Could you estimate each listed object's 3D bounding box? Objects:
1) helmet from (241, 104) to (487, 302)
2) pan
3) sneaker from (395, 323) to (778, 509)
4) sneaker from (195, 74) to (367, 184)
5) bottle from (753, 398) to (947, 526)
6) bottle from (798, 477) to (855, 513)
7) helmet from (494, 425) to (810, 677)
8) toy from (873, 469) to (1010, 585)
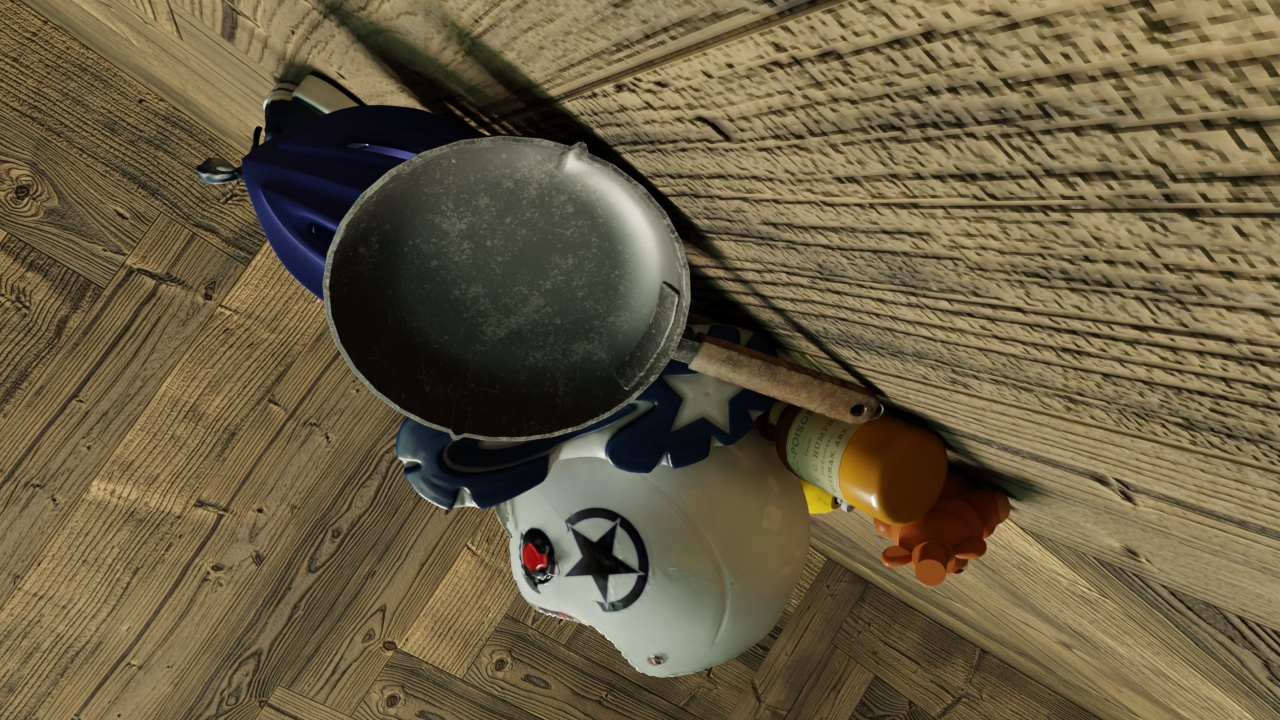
[{"bbox_3d":[-0.141,-0.075,0.646,0.241,0.147,0.228,21,172,-3],"label":"helmet"},{"bbox_3d":[-0.004,-0.019,0.552,0.356,0.208,0.040,16,-147,-21],"label":"pan"},{"bbox_3d":[-0.038,0.018,0.668,0.132,0.269,0.103,-113,10,-68],"label":"sneaker"},{"bbox_3d":[-0.335,-0.196,0.877,0.120,0.127,0.295,35,176,-28],"label":"sneaker"},{"bbox_3d":[0.138,0.059,0.661,0.068,0.067,0.157,38,173,-35],"label":"bottle"},{"bbox_3d":[0.156,0.109,0.964,0.164,0.071,0.071,29,173,36],"label":"bottle"},{"bbox_3d":[0.017,0.104,0.750,0.264,0.164,0.235,36,-147,27],"label":"helmet"},{"bbox_3d":[0.211,0.122,0.642,0.127,0.095,0.065,-43,-63,-61],"label":"toy"}]
